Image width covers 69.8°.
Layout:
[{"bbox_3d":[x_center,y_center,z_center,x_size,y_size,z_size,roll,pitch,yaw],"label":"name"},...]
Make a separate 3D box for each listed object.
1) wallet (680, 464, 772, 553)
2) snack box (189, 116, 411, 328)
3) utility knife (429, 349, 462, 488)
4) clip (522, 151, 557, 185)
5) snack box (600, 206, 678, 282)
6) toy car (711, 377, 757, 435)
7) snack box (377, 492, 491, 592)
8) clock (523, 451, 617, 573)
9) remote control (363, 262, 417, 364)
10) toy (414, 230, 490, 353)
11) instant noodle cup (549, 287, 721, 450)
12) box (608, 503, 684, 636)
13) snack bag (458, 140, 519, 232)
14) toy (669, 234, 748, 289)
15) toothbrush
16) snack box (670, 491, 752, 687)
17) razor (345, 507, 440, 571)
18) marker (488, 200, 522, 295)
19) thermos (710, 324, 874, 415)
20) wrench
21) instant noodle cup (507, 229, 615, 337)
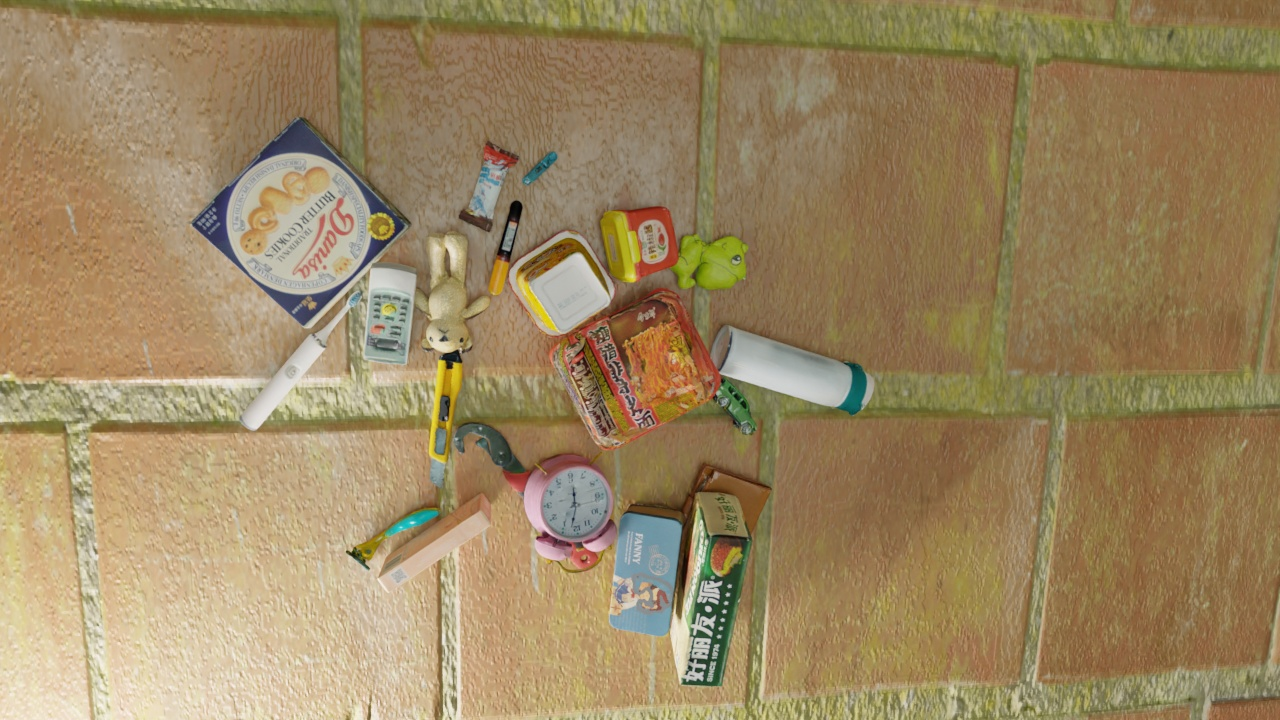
[{"bbox_3d":[0.111,0.219,1.283,0.107,0.031,0.132,20,101,-13],"label":"wallet"},{"bbox_3d":[-0.406,-0.166,1.110,0.178,0.046,0.182,-45,104,1],"label":"snack box"},{"bbox_3d":[-0.256,0.078,1.199,0.033,0.015,0.190,7,100,-8],"label":"utility knife"},{"bbox_3d":[-0.126,-0.243,1.156,0.055,0.034,0.013,-46,106,-16],"label":"clip"},{"bbox_3d":[0.000,-0.152,1.171,0.080,0.082,0.091,-16,105,-20],"label":"snack box"},{"bbox_3d":[0.128,0.063,1.250,0.036,0.043,0.091,-37,105,-2],"label":"toy car"},{"bbox_3d":[-0.265,0.235,1.194,0.157,0.084,0.026,-33,101,-2],"label":"snack box"},{"bbox_3d":[-0.090,0.204,1.218,0.117,0.060,0.158,-9,97,-19],"label":"clock"},{"bbox_3d":[-0.311,-0.057,1.139,0.056,0.019,0.135,8,120,-12],"label":"remote control"},{"bbox_3d":[-0.241,-0.084,1.144,0.105,0.066,0.157,2,107,-5],"label":"toy"},{"bbox_3d":[-0.007,0.007,1.197,0.189,0.079,0.164,-27,105,-3],"label":"instant noodle cup"},{"bbox_3d":[0.011,0.278,1.252,0.090,0.063,0.184,6,102,8],"label":"box"},{"bbox_3d":[-0.190,-0.217,1.148,0.048,0.026,0.104,24,96,-2],"label":"snack bag"},{"bbox_3d":[0.092,-0.128,1.213,0.100,0.031,0.097,32,94,-10],"label":"toy"},{"bbox_3d":[-0.421,-0.003,1.149,0.026,0.026,0.221,40,92,-26],"label":"toothbrush"},{"bbox_3d":[0.091,0.308,1.233,0.063,0.114,0.240,6,111,-7],"label":"snack box"},{"bbox_3d":[-0.322,0.228,1.211,0.132,0.028,0.043,-32,128,1],"label":"razor"},{"bbox_3d":[-0.171,-0.143,1.163,0.018,0.015,0.124,15,86,-15],"label":"marker"},{"bbox_3d":[0.209,0.013,1.244,0.224,0.073,0.073,17,98,-13],"label":"thermos"},{"bbox_3d":[-0.148,0.184,1.239,0.056,0.016,0.273,-41,105,0],"label":"wrench"},{"bbox_3d":[-0.093,-0.090,1.139,0.116,0.123,0.116,-34,105,-2],"label":"instant noodle cup"}]
